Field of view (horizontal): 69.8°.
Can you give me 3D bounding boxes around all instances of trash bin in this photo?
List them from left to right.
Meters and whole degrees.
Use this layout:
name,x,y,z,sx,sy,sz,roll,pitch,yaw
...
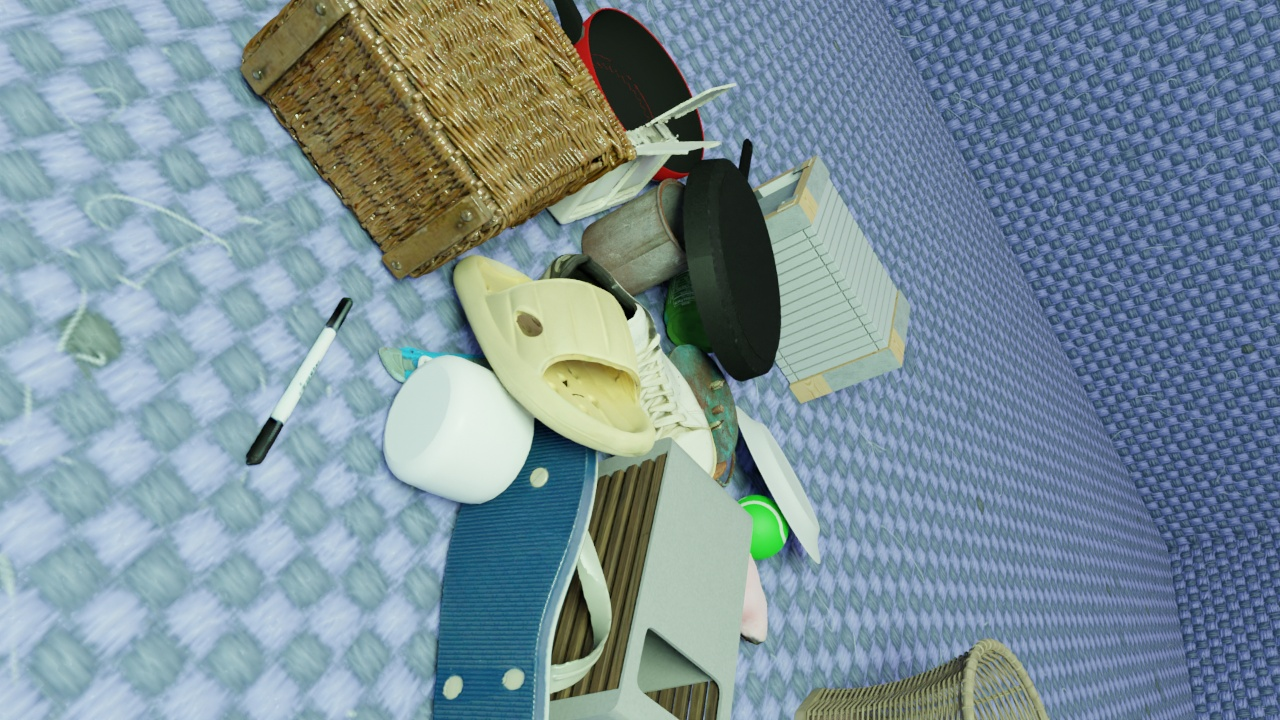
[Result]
name,x,y,z,sx,sy,sz,roll,pitch,yaw
trash bin,-0.003,0.193,0.707,0.114,0.115,0.228,45,39,-28
trash bin,0.214,-0.101,1.167,0.247,0.143,0.142,53,35,-19

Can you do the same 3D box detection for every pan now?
name,x,y,z,sx,sy,sz,roll,pitch,yaw
pan,-0.048,-0.337,1.015,0.356,0.067,0.208,35,44,-38
pan,0.108,-0.138,0.967,0.355,0.034,0.225,-76,148,-44

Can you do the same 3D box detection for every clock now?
name,x,y,z,sx,sy,sz,roll,pitch,yaw
clock,0.055,0.059,0.910,0.157,0.073,0.121,49,37,-26

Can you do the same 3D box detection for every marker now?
name,x,y,z,sx,sy,sz,roll,pitch,yaw
marker,-0.223,0.010,0.607,0.011,0.011,0.151,45,38,-29

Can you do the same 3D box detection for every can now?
name,x,y,z,sx,sy,sz,roll,pitch,yaw
can,0.073,-0.085,1.013,0.083,0.083,0.143,42,41,-32

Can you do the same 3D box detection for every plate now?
name,x,y,z,sx,sy,sz,roll,pitch,yaw
plate,0.155,0.129,0.989,0.188,0.016,0.188,58,10,-17

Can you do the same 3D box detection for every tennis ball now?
name,x,y,z,sx,sy,sz,roll,pitch,yaw
tennis ball,0.118,0.170,0.936,0.065,0.066,0.065,32,46,-41

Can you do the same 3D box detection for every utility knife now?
name,x,y,z,sx,sy,sz,roll,pitch,yaw
utility knife,-0.128,0.006,0.740,0.195,0.015,0.031,2,74,-56

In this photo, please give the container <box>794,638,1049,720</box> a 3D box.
name,x,y,z,sx,sy,sz,roll,pitch,yaw
container,0.280,0.406,0.897,0.226,0.197,0.226,32,46,-41

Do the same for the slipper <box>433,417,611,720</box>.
name,x,y,z,sx,sy,sz,roll,pitch,yaw
slipper,-0.080,0.175,0.622,0.060,0.118,0.294,47,41,-50

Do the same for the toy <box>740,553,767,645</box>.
name,x,y,z,sx,sy,sz,roll,pitch,yaw
toy,0.085,0.218,0.874,0.102,0.050,0.093,27,52,-39

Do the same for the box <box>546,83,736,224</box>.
name,x,y,z,sx,sy,sz,roll,pitch,yaw
box,0.002,-0.198,0.892,0.145,0.186,0.066,-33,101,-50

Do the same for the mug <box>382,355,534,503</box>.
name,x,y,z,sx,sy,sz,roll,pitch,yaw
mug,-0.131,0.041,0.647,0.068,0.094,0.115,30,25,-40

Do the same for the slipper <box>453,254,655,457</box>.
name,x,y,z,sx,sy,sz,roll,pitch,yaw
slipper,-0.066,-0.029,0.682,0.111,0.079,0.261,16,21,-38

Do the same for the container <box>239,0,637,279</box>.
name,x,y,z,sx,sy,sz,roll,pitch,yaw
container,-0.159,-0.197,0.697,0.250,0.163,0.182,55,40,-17

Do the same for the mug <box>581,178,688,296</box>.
name,x,y,z,sx,sy,sz,roll,pitch,yaw
mug,0.008,-0.132,0.933,0.096,0.110,0.122,47,37,-35

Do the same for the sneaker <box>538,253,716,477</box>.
name,x,y,z,sx,sy,sz,roll,pitch,yaw
sneaker,-0.005,0.005,0.789,0.088,0.102,0.241,-33,84,-21
